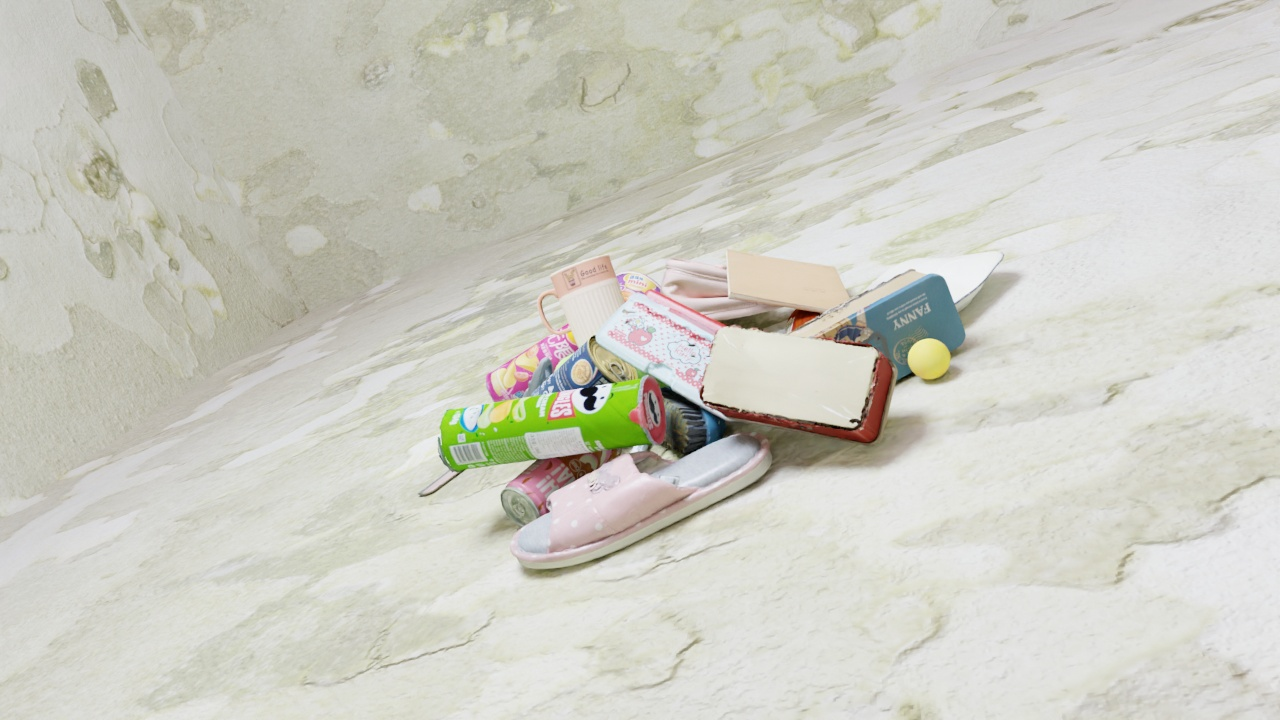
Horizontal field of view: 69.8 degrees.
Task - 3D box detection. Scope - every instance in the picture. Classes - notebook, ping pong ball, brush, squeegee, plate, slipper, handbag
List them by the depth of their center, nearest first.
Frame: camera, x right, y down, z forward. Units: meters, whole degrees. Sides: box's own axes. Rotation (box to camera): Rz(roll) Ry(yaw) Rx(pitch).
[{"bbox_3d":[-0.004,0.125,0.893,0.274,0.054,0.114,-22,18,3],"label":"slipper"},{"bbox_3d":[0.286,-0.001,0.909,0.040,0.040,0.040,-22,18,7],"label":"ping pong ball"},{"bbox_3d":[0.051,0.063,1.009,0.073,0.055,0.144,-4,12,-22],"label":"brush"},{"bbox_3d":[0.331,-0.077,1.080,0.163,0.034,0.164,-36,21,-31],"label":"plate"},{"bbox_3d":[0.182,-0.099,1.145,0.149,0.012,0.211,9,21,1],"label":"notebook"},{"bbox_3d":[-0.155,0.069,1.181,0.246,0.040,0.250,-38,-7,-39],"label":"squeegee"},{"bbox_3d":[0.146,-0.100,1.281,0.234,0.093,0.193,-1,7,6],"label":"handbag"}]

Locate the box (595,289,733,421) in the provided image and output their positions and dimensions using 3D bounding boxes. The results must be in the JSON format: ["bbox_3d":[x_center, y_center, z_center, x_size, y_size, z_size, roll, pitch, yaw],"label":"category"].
[{"bbox_3d":[0.060,-0.002,1.015,0.201,0.119,0.098,29,85,29],"label":"box"}]

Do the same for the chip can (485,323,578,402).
[{"bbox_3d":[-0.122,-0.003,1.327,0.211,0.071,0.071,-31,15,16],"label":"chip can"}]

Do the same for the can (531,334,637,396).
[{"bbox_3d":[-0.068,0.033,1.070,0.111,0.075,0.075,-42,9,25],"label":"can"}]

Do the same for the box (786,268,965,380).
[{"bbox_3d":[0.245,-0.024,0.947,0.184,0.090,0.060,-29,17,-1],"label":"box"}]

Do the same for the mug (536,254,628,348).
[{"bbox_3d":[-0.078,-0.072,1.224,0.114,0.106,0.081,-20,1,2],"label":"mug"}]

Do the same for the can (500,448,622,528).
[{"bbox_3d":[-0.084,0.121,1.003,0.058,0.058,0.146,-5,25,45],"label":"can"}]

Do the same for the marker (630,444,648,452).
[{"bbox_3d":[-0.004,0.104,1.018,0.017,0.017,0.145,-17,19,22],"label":"marker"}]

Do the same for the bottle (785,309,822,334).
[{"bbox_3d":[0.207,-0.043,1.108,0.060,0.060,0.205,-19,18,16],"label":"bottle"}]

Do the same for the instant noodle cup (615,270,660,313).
[{"bbox_3d":[-0.022,-0.065,1.394,0.112,0.111,0.099,-13,29,32],"label":"instant noodle cup"}]

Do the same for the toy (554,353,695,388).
[{"bbox_3d":[-0.007,0.007,1.184,0.247,0.090,0.226,-16,16,18],"label":"toy"}]

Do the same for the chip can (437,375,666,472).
[{"bbox_3d":[-0.095,0.069,0.960,0.236,0.072,0.072,-10,21,18],"label":"chip can"}]

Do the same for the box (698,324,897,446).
[{"bbox_3d":[0.143,0.018,0.859,0.169,0.076,0.091,9,78,32],"label":"box"}]
